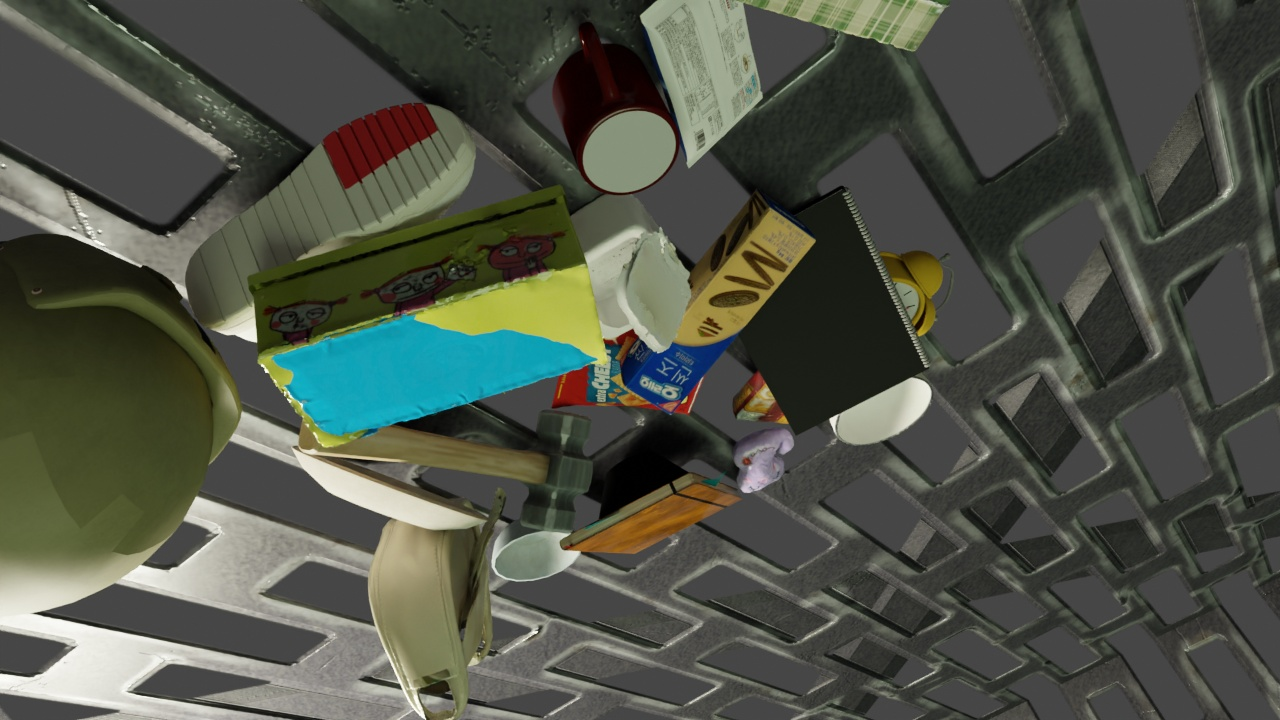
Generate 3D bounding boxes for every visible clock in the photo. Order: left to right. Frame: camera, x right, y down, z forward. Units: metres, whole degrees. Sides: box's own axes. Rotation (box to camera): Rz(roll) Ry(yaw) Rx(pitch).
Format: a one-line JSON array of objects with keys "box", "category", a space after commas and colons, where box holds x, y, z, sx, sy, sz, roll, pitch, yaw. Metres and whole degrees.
[{"box": [0.239, -0.057, 0.917, 0.152, 0.052, 0.114, -14, 140, -2], "category": "clock"}]

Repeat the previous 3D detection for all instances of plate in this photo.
[{"box": [-0.232, 0.124, 0.843, 0.188, 0.189, 0.027, 31, 76, -43], "category": "plate"}]

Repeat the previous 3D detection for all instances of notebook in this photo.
[{"box": [0.025, 0.176, 1.051, 0.178, 0.014, 0.249, -29, 161, 11], "category": "notebook"}, {"box": [0.169, -0.041, 0.866, 0.149, 0.016, 0.207, -28, 115, 10], "category": "notebook"}]

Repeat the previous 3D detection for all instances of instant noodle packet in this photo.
[{"box": [0.048, -0.213, 0.653, 0.087, 0.026, 0.134, -45, 143, -15], "category": "instant noodle packet"}, {"box": [0.160, 0.031, 0.965, 0.098, 0.039, 0.136, 9, 150, -13], "category": "instant noodle packet"}]

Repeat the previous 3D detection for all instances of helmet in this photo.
[{"box": [-0.385, 0.032, 0.577, 0.233, 0.255, 0.251, -16, 142, -1], "category": "helmet"}]

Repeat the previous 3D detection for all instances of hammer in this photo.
[{"box": [-0.157, 0.084, 0.812, 0.051, 0.117, 0.322, 4, 171, 35], "category": "hammer"}]

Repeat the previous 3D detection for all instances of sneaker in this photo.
[{"box": [-0.207, -0.090, 0.674, 0.237, 0.090, 0.104, -35, 155, 9], "category": "sneaker"}]

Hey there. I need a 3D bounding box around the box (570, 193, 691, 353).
[{"box": [-0.009, -0.054, 0.755, 0.103, 0.130, 0.110, -30, 142, 12], "category": "box"}]

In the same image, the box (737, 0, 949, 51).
[{"box": [0.089, -0.263, 0.571, 0.205, 0.117, 0.050, 6, 138, -26], "category": "box"}]

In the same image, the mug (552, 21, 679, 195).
[{"box": [-0.022, -0.181, 0.639, 0.073, 0.082, 0.106, -19, 141, -1], "category": "mug"}]

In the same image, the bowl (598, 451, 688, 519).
[{"box": [-0.001, 0.136, 1.023, 0.124, 0.052, 0.124, -23, 161, -9], "category": "bowl"}]

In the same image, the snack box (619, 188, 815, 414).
[{"box": [0.063, -0.048, 0.810, 0.056, 0.057, 0.207, 31, 109, -23], "category": "snack box"}]

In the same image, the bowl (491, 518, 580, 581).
[{"box": [-0.125, 0.215, 1.081, 0.106, 0.039, 0.106, -12, 140, -10], "category": "bowl"}]

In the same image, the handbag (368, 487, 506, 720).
[{"box": [-0.179, 0.233, 0.919, 0.132, 0.184, 0.229, -18, 178, 0], "category": "handbag"}]

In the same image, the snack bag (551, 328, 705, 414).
[{"box": [-0.005, 0.005, 0.892, 0.144, 0.039, 0.131, 4, 135, -14], "category": "snack bag"}]

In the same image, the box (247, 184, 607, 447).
[{"box": [-0.142, -0.028, 0.640, 0.221, 0.082, 0.124, -17, 145, -3], "category": "box"}]

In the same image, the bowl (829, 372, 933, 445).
[{"box": [0.256, 0.034, 1.015, 0.116, 0.065, 0.116, -12, 140, -10], "category": "bowl"}]

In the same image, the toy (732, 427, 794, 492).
[{"box": [0.147, 0.119, 1.089, 0.080, 0.036, 0.100, -25, 139, -2], "category": "toy"}]
